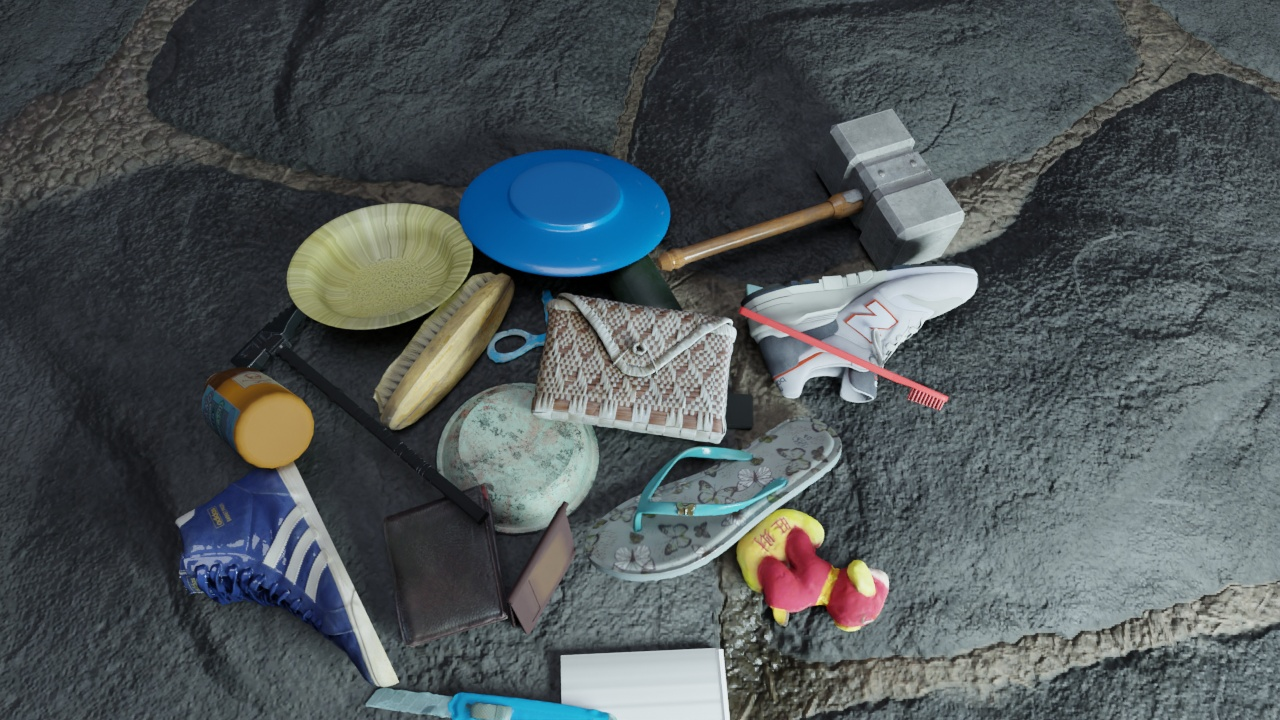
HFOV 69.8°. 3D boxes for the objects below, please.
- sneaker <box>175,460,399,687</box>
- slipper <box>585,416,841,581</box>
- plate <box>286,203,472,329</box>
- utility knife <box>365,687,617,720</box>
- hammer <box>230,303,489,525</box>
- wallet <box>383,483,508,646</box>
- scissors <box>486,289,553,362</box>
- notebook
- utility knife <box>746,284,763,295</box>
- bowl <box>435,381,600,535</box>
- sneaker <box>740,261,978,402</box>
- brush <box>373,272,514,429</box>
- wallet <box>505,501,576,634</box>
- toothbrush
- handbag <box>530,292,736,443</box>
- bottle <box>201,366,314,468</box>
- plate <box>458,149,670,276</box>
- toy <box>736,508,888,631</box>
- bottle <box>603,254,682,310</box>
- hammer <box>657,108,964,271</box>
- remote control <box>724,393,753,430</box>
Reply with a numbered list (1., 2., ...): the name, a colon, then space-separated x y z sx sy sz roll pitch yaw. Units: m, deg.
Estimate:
1. sneaker: -0.308 0.195 0.768 0.118 0.092 0.233 -26 67 -21
2. slipper: 0.074 0.118 0.841 0.268 0.055 0.098 -25 44 -18
3. plate: -0.261 -0.087 0.937 0.184 0.036 0.184 -1 49 1
4. utility knife: -0.122 0.297 0.769 0.222 0.015 0.031 4 59 5
5. hammer: -0.250 0.048 0.846 0.325 0.015 0.095 33 73 26
6. wallet: -0.171 0.180 0.807 0.099 0.031 0.119 -20 67 10
7. scissors: -0.085 -0.013 0.939 0.134 0.011 0.139 -24 67 -17
8. notebook: 0.007 0.349 0.758 0.142 0.009 0.209 -2 63 -4
9. utility knife: 0.193 -0.054 0.979 0.166 0.015 0.022 12 62 -1
10. bowl: -0.117 0.084 0.869 0.157 0.039 0.157 2 63 -3
11. sneaker: 0.227 -0.021 0.926 0.240 0.089 0.124 -6 78 1
12. brush: -0.192 -0.013 0.903 0.043 0.059 0.195 26 66 23
13. wallet: -0.083 0.179 0.779 0.018 0.116 0.091 26 64 10
14. toothbrush: 0.190 -0.001 0.879 0.212 0.012 0.018 24 96 9
15. handbag: -0.005 0.005 0.864 0.186 0.047 0.124 8 71 -1
16. bottle: -0.357 0.043 0.831 0.067 0.068 0.157 -44 37 -23
17. plate: -0.080 -0.170 0.974 0.224 0.024 0.223 2 45 -2
18. toy: 0.149 0.193 0.821 0.137 0.067 0.105 28 62 18
19. bottle: -0.015 -0.100 0.964 0.055 0.055 0.174 -20 60 -14
20. hammer: 0.164 -0.150 0.985 0.317 0.083 0.162 -19 66 -13
21. remote control: 0.038 0.046 0.914 0.150 0.013 0.034 4 63 -2
